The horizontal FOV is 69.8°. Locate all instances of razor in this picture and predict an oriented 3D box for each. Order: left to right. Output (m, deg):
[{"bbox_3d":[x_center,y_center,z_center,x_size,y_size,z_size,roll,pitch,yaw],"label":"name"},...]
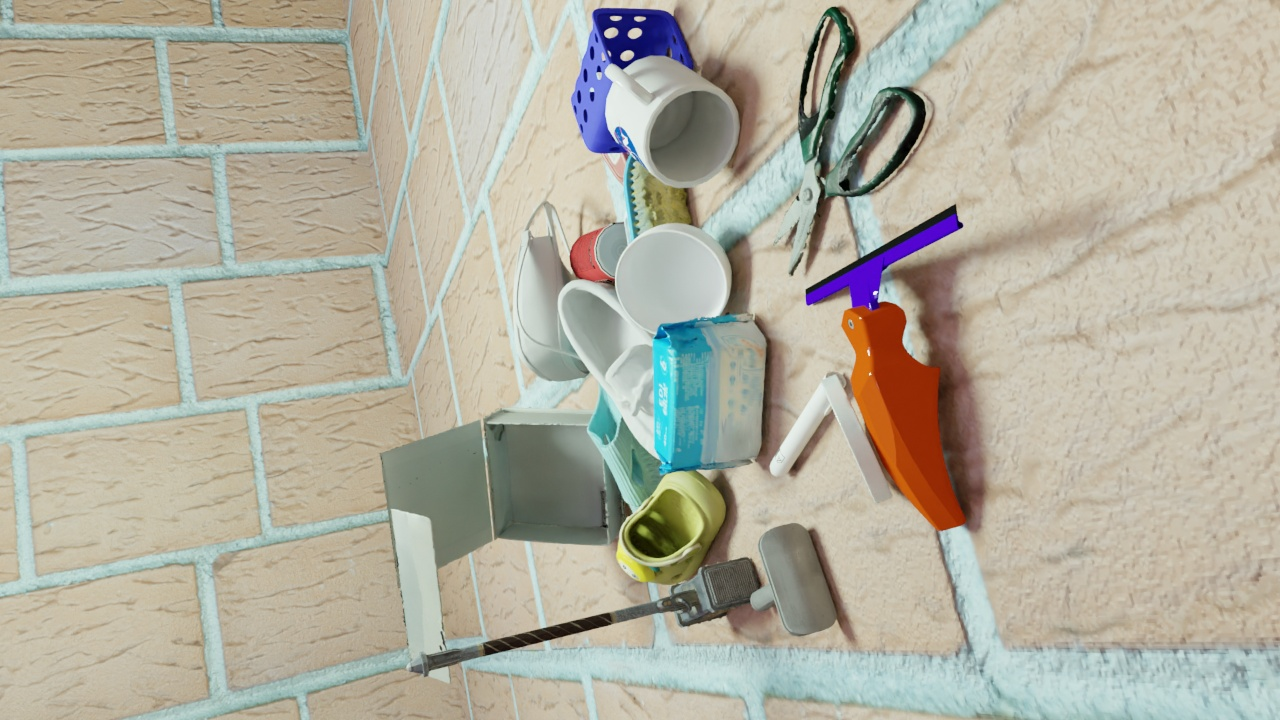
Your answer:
[{"bbox_3d":[0.120,0.199,0.796,0.116,0.047,0.088,113,143,-64],"label":"razor"}]

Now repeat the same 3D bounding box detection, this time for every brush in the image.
[{"bbox_3d":[-0.007,-0.198,0.982,0.172,0.030,0.041,63,152,9],"label":"brush"},{"bbox_3d":[0.010,-0.149,0.922,0.075,0.055,0.136,-13,85,62],"label":"brush"}]

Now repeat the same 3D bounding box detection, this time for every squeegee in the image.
[{"bbox_3d":[0.168,0.022,0.598,0.250,0.055,0.184,144,105,-80],"label":"squeegee"}]

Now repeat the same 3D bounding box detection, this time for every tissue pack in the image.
[{"bbox_3d":[0.060,0.028,0.816,0.061,0.092,0.144,-135,43,-67],"label":"tissue pack"}]

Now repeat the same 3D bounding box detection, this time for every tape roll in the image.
[{"bbox_3d":[0.150,0.054,0.640,0.093,0.013,0.093,61,-169,-21],"label":"tape roll"}]

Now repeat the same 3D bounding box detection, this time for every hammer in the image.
[{"bbox_3d":[-0.051,0.244,0.847,0.099,0.321,0.044,126,132,-59],"label":"hammer"}]

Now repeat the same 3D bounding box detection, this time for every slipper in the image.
[{"bbox_3d":[-0.025,0.073,1.045,0.116,0.069,0.276,-165,64,-70],"label":"slipper"},{"bbox_3d":[-0.006,0.005,0.938,0.246,0.074,0.112,54,124,29],"label":"slipper"},{"bbox_3d":[0.023,0.185,0.948,0.091,0.081,0.191,43,139,12],"label":"slipper"}]

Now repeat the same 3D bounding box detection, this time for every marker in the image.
[{"bbox_3d":[0.133,0.057,0.743,0.134,0.017,0.020,110,143,-49],"label":"marker"}]

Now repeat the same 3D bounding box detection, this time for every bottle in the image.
[{"bbox_3d":[-0.044,-0.118,1.044,0.177,0.062,0.062,-172,76,-73],"label":"bottle"}]

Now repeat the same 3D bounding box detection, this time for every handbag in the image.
[{"bbox_3d":[-0.104,-0.095,1.123,0.216,0.096,0.222,55,-150,-75],"label":"handbag"}]

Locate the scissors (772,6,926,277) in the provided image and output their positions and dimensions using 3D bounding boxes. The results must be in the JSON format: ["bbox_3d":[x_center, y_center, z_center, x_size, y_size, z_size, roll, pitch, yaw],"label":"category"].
[{"bbox_3d":[0.144,-0.133,0.661,0.154,0.015,0.210,-129,38,-49],"label":"scissors"}]

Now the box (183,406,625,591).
[{"bbox_3d":[-0.269,0.166,1.109,0.149,0.505,0.167,-153,58,-69],"label":"box"}]

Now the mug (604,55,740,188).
[{"bbox_3d":[0.017,-0.219,0.804,0.091,0.121,0.090,-50,39,11],"label":"mug"}]

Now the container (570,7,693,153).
[{"bbox_3d":[-0.012,-0.271,0.899,0.114,0.085,0.084,119,138,-57],"label":"container"}]

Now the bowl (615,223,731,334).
[{"bbox_3d":[0.034,-0.077,0.846,0.054,0.105,0.105,-51,-33,-62],"label":"bowl"}]
